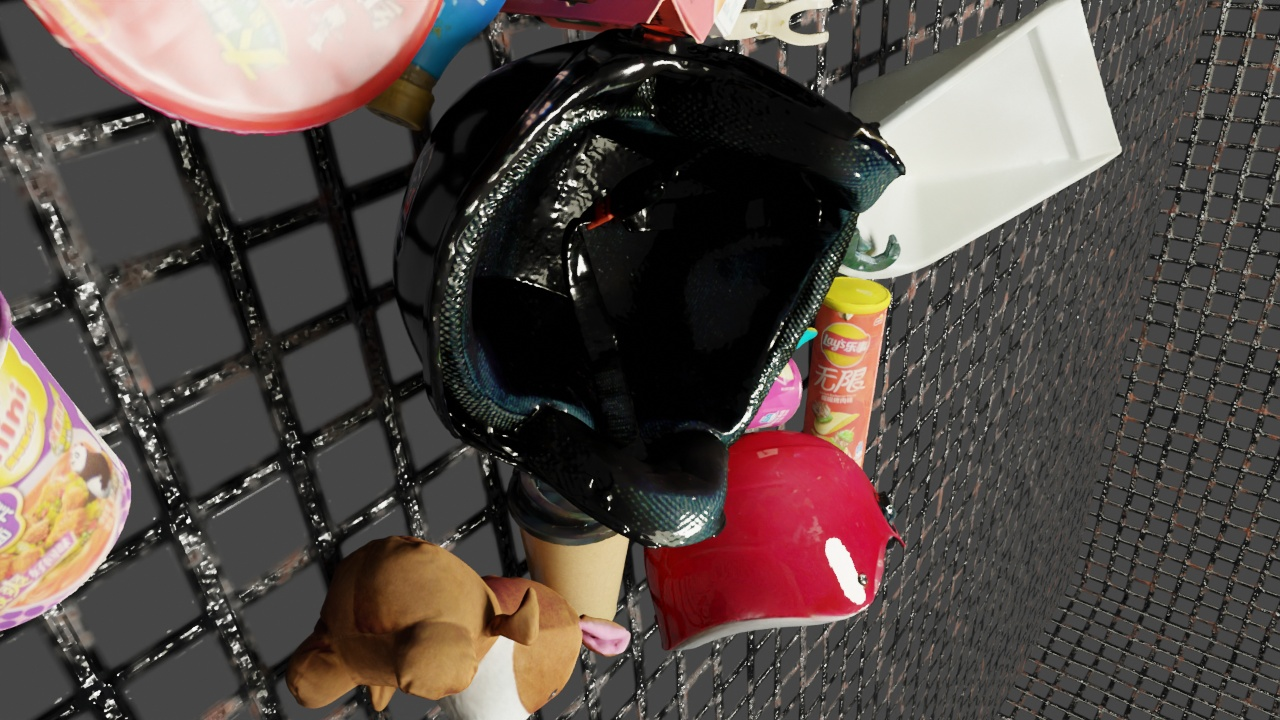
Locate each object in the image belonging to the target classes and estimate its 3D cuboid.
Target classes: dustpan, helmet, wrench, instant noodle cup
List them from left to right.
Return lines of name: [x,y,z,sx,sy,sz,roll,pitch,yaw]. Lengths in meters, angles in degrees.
instant noodle cup: [-0.247,0.039,0.323,0.111,0.112,0.099,-49,149,-28]
instant noodle cup: [-0.162,-0.188,0.352,0.193,0.066,0.194,-25,125,-43]
helmet: [-0.013,-0.053,0.483,0.274,0.230,0.234,10,110,-45]
helmet: [0.102,0.128,0.775,0.239,0.207,0.144,-26,95,-62]
wrench: [0.160,-0.156,0.811,0.273,0.056,0.016,40,29,-43]
dustpan: [0.292,-0.175,0.860,0.222,0.258,0.142,38,54,-46]

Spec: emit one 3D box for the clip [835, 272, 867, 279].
clip: [0.217,-0.085,0.956,0.058,0.026,0.039,-32,122,-34]

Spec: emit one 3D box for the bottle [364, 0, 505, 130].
bottle: [-0.083,-0.220,0.445,0.065,0.065,0.218,18,91,-55]

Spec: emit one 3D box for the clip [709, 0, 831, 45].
clip: [0.092,-0.261,0.703,0.103,0.092,0.035,-9,120,-13]

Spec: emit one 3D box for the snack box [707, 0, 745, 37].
snack box: [0.046,-0.280,0.575,0.027,0.085,0.156,35,77,-55]

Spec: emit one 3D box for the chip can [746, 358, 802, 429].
chip can: [0.039,0.024,0.691,0.210,0.071,0.071,-2,108,-49]

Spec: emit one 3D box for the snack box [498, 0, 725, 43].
snack box: [-0.002,-0.225,0.511,0.127,0.113,0.044,-62,145,-11]

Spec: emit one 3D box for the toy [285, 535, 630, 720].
toy: [-0.104,0.181,0.569,0.199,0.140,0.130,31,53,-59]

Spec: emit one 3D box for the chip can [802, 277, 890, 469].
chip can: [0.208,0.024,0.950,0.073,0.073,0.217,-32,132,-42]

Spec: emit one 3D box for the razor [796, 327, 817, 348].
razor: [0.125,0.000,0.868,0.132,0.028,0.043,-36,157,-35]

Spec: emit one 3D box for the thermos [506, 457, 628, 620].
thermos: [-0.047,0.129,0.654,0.092,0.093,0.143,-35,141,-40]
